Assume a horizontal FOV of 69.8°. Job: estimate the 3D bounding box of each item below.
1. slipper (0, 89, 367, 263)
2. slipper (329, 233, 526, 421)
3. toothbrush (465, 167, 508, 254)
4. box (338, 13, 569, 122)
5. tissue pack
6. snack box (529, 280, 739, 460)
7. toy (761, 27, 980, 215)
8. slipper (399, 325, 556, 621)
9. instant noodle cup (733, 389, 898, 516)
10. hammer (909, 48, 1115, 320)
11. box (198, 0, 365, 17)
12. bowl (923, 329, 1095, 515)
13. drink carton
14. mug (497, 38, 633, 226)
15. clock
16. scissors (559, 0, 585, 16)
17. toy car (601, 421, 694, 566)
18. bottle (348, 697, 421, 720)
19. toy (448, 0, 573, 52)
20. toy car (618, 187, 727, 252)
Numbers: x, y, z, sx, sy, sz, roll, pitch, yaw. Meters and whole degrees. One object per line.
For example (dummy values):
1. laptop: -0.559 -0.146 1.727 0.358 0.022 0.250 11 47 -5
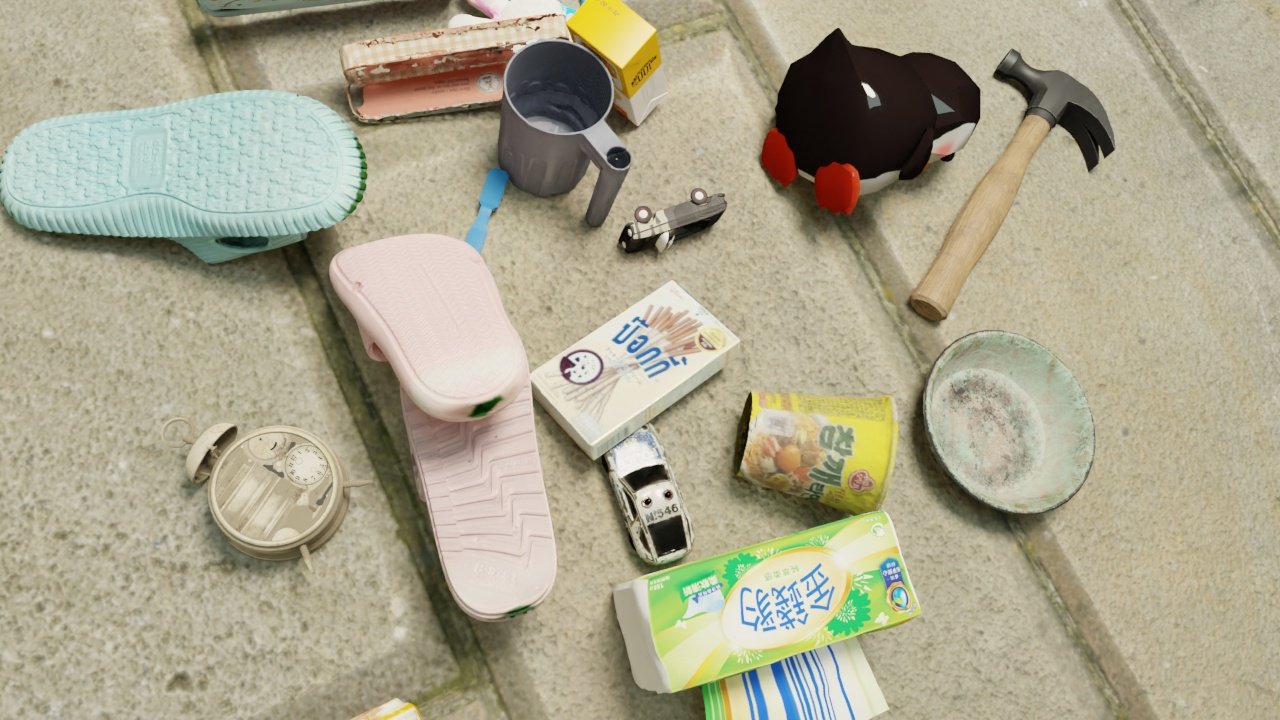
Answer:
1. slipper: -0.328 -0.134 0.673 0.276 0.069 0.116 -1 81 5
2. slipper: -0.148 -0.030 0.650 0.106 0.056 0.221 -20 44 -23
3. toothbrush: -0.138 -0.080 0.735 0.016 0.014 0.166 18 73 -7
4. box: -0.147 -0.237 0.743 0.187 0.076 0.054 -12 35 -7
5. tissue pack: 0.094 0.201 0.645 0.197 0.120 0.141 -14 77 -10
6. snack box: -0.004 0.004 0.716 0.149 0.026 0.082 -34 62 -21
7. toy: 0.218 -0.222 0.794 0.183 0.140 0.159 -17 40 -29
8. slipper: -0.117 0.074 0.660 0.094 0.065 0.239 -8 60 -14
9. instant noodle cup: 0.132 0.065 0.708 0.108 0.102 0.102 10 70 0
10. hammer: 0.338 -0.156 0.856 0.132 0.040 0.304 35 69 3
11. box: -0.255 -0.325 0.758 0.214 0.062 0.140 -14 41 -17
12. bowl: 0.303 0.054 0.776 0.157 0.039 0.157 4 72 -12
13. drink carton: -0.016 -0.245 0.755 0.058 0.122 0.040 41 89 9
14. mug: -0.059 -0.174 0.732 0.083 0.104 0.124 -38 84 -21
15. clock: -0.265 0.079 0.629 0.141 0.055 0.092 31 68 -4
16. scissors: -0.042 -0.318 0.832 0.140 0.013 0.113 32 71 1
17. toy car: 0.005 0.097 0.693 0.048 0.041 0.112 -17 76 -19
18. bottle: -0.155 0.276 0.586 0.063 0.063 0.109 -22 79 -19
19. toy: -0.099 -0.287 0.794 0.125 0.037 0.075 14 75 -5
20. toy car: 0.029 -0.113 0.765 0.092 0.040 0.037 -20 81 -15
